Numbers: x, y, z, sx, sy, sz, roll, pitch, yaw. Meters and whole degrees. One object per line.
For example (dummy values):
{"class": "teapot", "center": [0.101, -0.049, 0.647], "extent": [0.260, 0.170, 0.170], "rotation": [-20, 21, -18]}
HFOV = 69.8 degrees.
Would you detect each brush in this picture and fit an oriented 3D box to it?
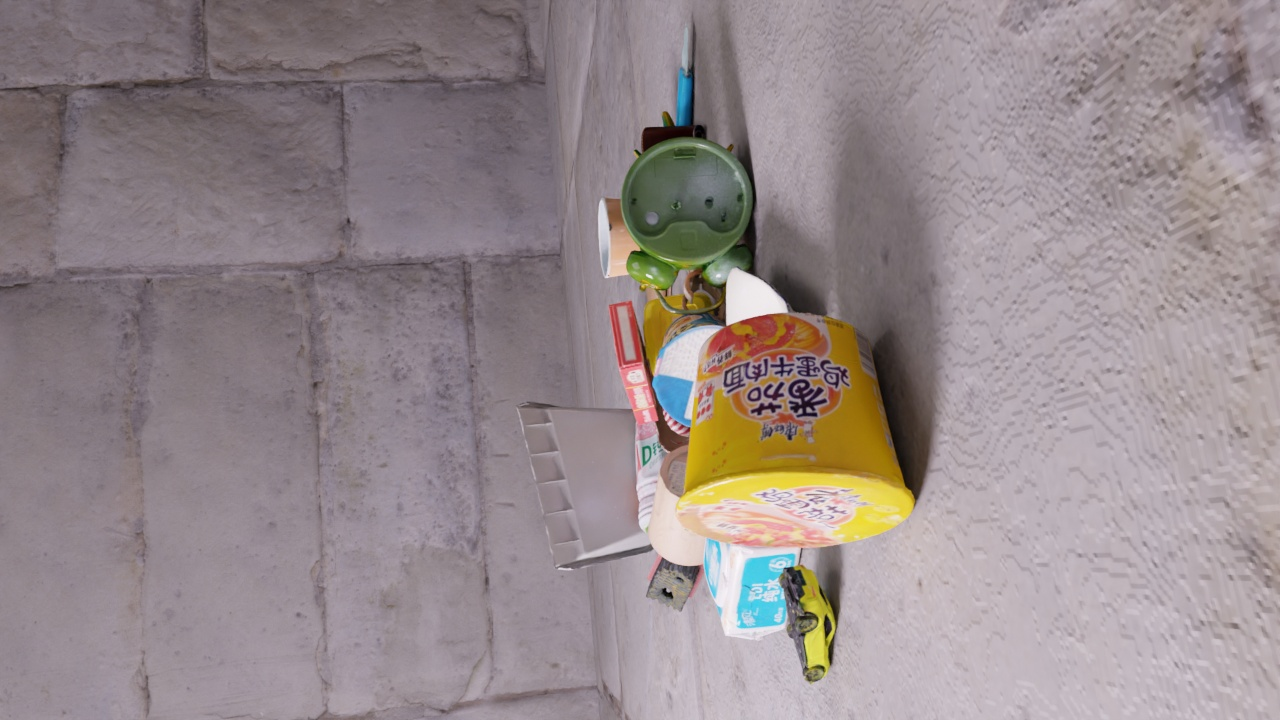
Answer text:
{"class": "brush", "center": [0.048, 0.255, 1.140], "extent": [0.146, 0.063, 0.069], "rotation": [102, -169, -58]}

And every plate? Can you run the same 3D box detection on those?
{"class": "plate", "center": [0.104, 0.015, 0.728], "extent": [0.164, 0.034, 0.164], "rotation": [-123, 31, -67]}

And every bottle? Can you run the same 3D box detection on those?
{"class": "bottle", "center": [0.025, 0.127, 1.206], "extent": [0.068, 0.068, 0.196], "rotation": [101, 166, -60]}

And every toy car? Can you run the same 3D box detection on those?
{"class": "toy car", "center": [0.127, 0.197, 0.687], "extent": [0.048, 0.032, 0.105], "rotation": [-107, 4, -55]}

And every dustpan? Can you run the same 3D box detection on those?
{"class": "dustpan", "center": [-0.052, 0.172, 1.268], "extent": [0.143, 0.257, 0.222], "rotation": [-41, 60, 54]}

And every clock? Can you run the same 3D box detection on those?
{"class": "clock", "center": [0.042, -0.120, 0.827], "extent": [0.056, 0.116, 0.161], "rotation": [70, -163, -80]}

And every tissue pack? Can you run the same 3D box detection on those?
{"class": "tissue pack", "center": [0.092, 0.165, 0.791], "extent": [0.090, 0.063, 0.140], "rotation": [-106, 14, -53]}

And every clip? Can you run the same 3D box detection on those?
{"class": "clip", "center": [0.076, -0.081, 0.940], "extent": [0.035, 0.083, 0.104], "rotation": [93, -169, -45]}

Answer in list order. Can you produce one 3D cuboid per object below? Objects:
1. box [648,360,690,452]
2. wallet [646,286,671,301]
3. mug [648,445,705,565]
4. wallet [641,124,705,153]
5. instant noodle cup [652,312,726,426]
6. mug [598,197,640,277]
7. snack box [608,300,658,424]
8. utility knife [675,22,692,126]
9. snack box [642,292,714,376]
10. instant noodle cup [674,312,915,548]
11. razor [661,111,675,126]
{"class": "box", "center": [0.037, 0.020, 1.048], "extent": [0.088, 0.076, 0.162], "rotation": [60, -161, -55]}
{"class": "wallet", "center": [0.022, -0.121, 1.214], "extent": [0.090, 0.033, 0.115], "rotation": [-102, 11, -54]}
{"class": "mug", "center": [0.060, 0.139, 0.978], "extent": [0.124, 0.084, 0.104], "rotation": [-65, -13, -45]}
{"class": "wallet", "center": [0.038, -0.213, 1.025], "extent": [0.122, 0.020, 0.096], "rotation": [26, 126, 61]}
{"class": "instant noodle cup", "center": [0.059, -0.001, 0.863], "extent": [0.109, 0.099, 0.099], "rotation": [-94, 2, -72]}
{"class": "mug", "center": [0.023, -0.124, 0.911], "extent": [0.078, 0.122, 0.078], "rotation": [176, 91, -81]}
{"class": "snack box", "center": [-0.006, 0.006, 0.966], "extent": [0.153, 0.025, 0.075], "rotation": [74, -174, -64]}
{"class": "utility knife", "center": [0.048, -0.276, 1.025], "extent": [0.034, 0.018, 0.191], "rotation": [-109, 19, -61]}
{"class": "snack box", "center": [0.047, -0.016, 0.973], "extent": [0.080, 0.082, 0.091], "rotation": [72, -169, -68]}
{"class": "instant noodle cup", "center": [0.089, 0.043, 0.560], "extent": [0.138, 0.138, 0.109], "rotation": [103, 169, -62]}
{"class": "razor", "center": [0.035, -0.229, 1.089], "extent": [0.043, 0.028, 0.133], "rotation": [-54, -32, -54]}
